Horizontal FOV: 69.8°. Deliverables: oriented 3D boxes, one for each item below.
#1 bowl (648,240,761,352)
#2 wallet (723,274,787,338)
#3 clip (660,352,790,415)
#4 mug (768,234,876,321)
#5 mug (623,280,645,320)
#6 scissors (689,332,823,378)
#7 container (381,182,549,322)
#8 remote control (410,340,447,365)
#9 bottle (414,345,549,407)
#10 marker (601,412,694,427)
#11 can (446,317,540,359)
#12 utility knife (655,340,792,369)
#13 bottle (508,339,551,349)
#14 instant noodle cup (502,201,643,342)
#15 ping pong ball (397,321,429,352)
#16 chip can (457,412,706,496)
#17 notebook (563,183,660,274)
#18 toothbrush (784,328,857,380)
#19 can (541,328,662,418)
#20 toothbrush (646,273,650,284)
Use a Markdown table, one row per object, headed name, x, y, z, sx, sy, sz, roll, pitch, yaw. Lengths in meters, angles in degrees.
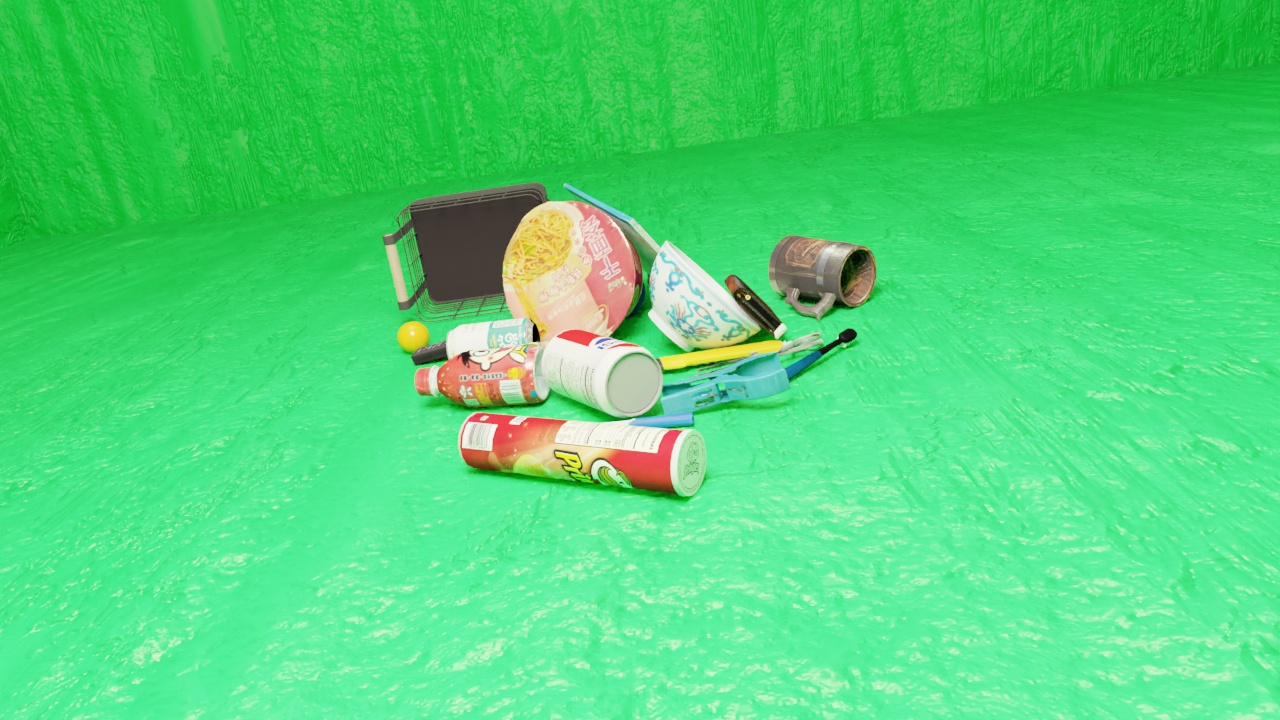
| name | x | y | z | sx | sy | sz | roll | pitch | yaw |
| --- | --- | --- | --- | --- | --- | --- | --- | --- | --- |
| bowl | 0.057 | -0.058 | 1.025 | 0.074 | 0.144 | 0.144 | -47 | 17 | 10 |
| wallet | 0.128 | -0.064 | 1.050 | 0.019 | 0.072 | 0.123 | -46 | 9 | 9 |
| clip | 0.086 | 0.028 | 0.851 | 0.130 | 0.031 | 0.121 | -21 | 20 | -15 |
| mug | 0.214 | -0.098 | 1.127 | 0.107 | 0.080 | 0.115 | 17 | 59 | 48 |
| mug | -0.055 | -0.098 | 1.207 | 0.112 | 0.075 | 0.076 | 1 | 18 | -11 |
| scissors | 0.129 | -0.005 | 0.949 | 0.142 | 0.014 | 0.161 | -20 | -8 | 32 |
| container | -0.230 | -0.157 | 1.327 | 0.241 | 0.163 | 0.130 | -8 | 19 | 1 |
| remote control | -0.215 | -0.021 | 1.125 | 0.136 | 0.015 | 0.032 | -15 | 18 | 13 |
| bottle | -0.167 | 0.018 | 0.958 | 0.138 | 0.062 | 0.061 | -3 | 20 | 11 |
| marker | -0.021 | 0.061 | 0.849 | 0.142 | 0.013 | 0.013 | -6 | 19 | 7 |
| can | -0.171 | -0.018 | 1.073 | 0.102 | 0.055 | 0.054 | -6 | 19 | 7 |
| utility knife | 0.092 | -0.007 | 0.989 | 0.164 | 0.017 | 0.030 | -11 | 24 | -7 |
| bottle | -0.145 | 0.005 | 1.018 | 0.111 | 0.043 | 0.043 | -10 | 19 | -9 |
| instant noodle cup | -0.073 | -0.103 | 1.126 | 0.179 | 0.178 | 0.077 | 1 | 5 | 24 |
| ping pong ball | -0.292 | -0.030 | 1.179 | 0.040 | 0.040 | 0.040 | -7 | 19 | 2 |
| chip can | -0.053 | 0.075 | 0.762 | 0.215 | 0.052 | 0.051 | 3 | 22 | 30 |
| notebook | -0.003 | -0.148 | 1.200 | 0.009 | 0.181 | 0.253 | -47 | 30 | -1 |
| toothbrush | 0.170 | 0.001 | 0.932 | 0.167 | 0.014 | 0.014 | -28 | 61 | -38 |
| can | -0.040 | 0.011 | 0.899 | 0.070 | 0.070 | 0.132 | -19 | 19 | -28 |
| toothbrush | 0.051 | -0.102 | 1.280 | 0.016 | 0.016 | 0.167 | -19 | 23 | -23 |
